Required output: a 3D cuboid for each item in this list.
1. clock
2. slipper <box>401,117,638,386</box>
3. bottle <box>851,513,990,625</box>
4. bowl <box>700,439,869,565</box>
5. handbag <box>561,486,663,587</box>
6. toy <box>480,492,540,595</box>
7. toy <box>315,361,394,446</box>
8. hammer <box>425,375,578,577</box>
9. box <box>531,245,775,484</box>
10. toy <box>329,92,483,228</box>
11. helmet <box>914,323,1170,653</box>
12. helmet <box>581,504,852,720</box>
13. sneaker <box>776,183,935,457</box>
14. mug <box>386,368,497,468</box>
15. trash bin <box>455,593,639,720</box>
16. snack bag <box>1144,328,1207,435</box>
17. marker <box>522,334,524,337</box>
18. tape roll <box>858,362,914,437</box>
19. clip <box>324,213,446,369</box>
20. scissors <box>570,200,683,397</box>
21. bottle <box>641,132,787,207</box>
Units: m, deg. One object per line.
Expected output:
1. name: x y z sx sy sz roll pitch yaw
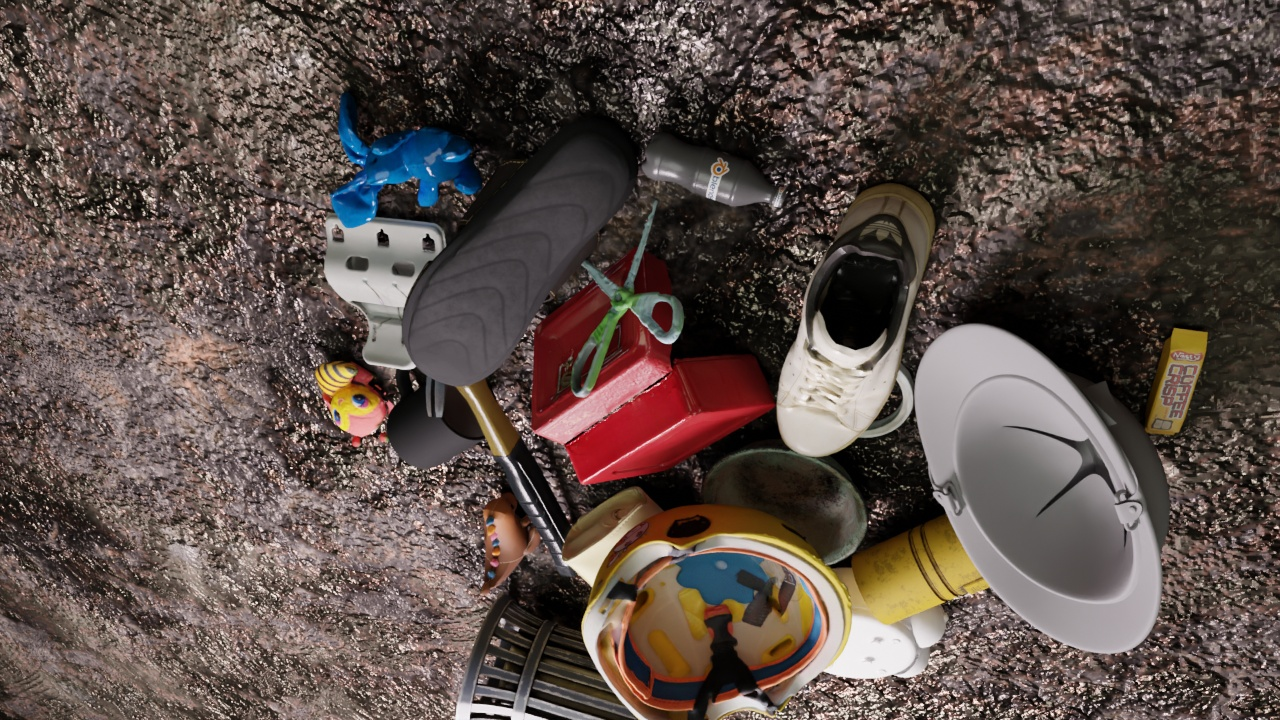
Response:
1. clock: 0.214 0.271 0.916 0.161 0.072 0.126 9 136 7
2. slipper: -0.104 -0.089 0.759 0.113 0.075 0.268 33 110 -23
3. bottle: 0.278 0.173 0.815 0.164 0.070 0.071 -31 111 24
4. bowl: 0.138 0.129 0.870 0.157 0.038 0.158 11 130 14
5. handbag: -0.004 0.205 0.960 0.111 0.081 0.119 -38 105 15
6. toy: -0.159 0.201 1.010 0.071 0.102 0.090 9 136 17
7. toy: -0.308 0.042 0.983 0.084 0.046 0.103 -5 121 33
8. hammer: -0.124 0.104 0.923 0.025 0.117 0.333 1 132 28
9. box: 0.011 0.027 0.805 0.168 0.153 0.158 30 135 -31
10. toy: -0.196 -0.168 0.757 0.177 0.070 0.113 4 126 33
11. helmet: 0.329 0.078 0.707 0.184 0.117 0.271 -10 104 62
12. helmet: 0.068 0.216 0.853 0.240 0.139 0.209 -25 111 11
13. sneaker: 0.159 -0.008 0.699 0.089 0.102 0.242 18 124 11
14. mug: -0.208 0.044 0.930 0.088 0.078 0.113 -30 84 37
15. trash bin: -0.080 0.390 1.090 0.227 0.163 0.165 14 130 7
16. snack bag: 0.400 0.019 0.688 0.026 0.020 0.099 6 128 16
17. marker: -0.114 -0.080 0.825 0.016 0.016 0.141 13 130 13
18. tape roll: 0.186 0.027 0.787 0.093 0.013 0.093 12 130 14
19. clip: -0.230 -0.067 0.860 0.125 0.072 0.143 9 122 19
20. scissors: -0.011 -0.048 0.731 0.022 0.171 0.174 21 177 -31
21. bottle: 0.057 -0.140 0.693 0.110 0.036 0.036 20 131 7
